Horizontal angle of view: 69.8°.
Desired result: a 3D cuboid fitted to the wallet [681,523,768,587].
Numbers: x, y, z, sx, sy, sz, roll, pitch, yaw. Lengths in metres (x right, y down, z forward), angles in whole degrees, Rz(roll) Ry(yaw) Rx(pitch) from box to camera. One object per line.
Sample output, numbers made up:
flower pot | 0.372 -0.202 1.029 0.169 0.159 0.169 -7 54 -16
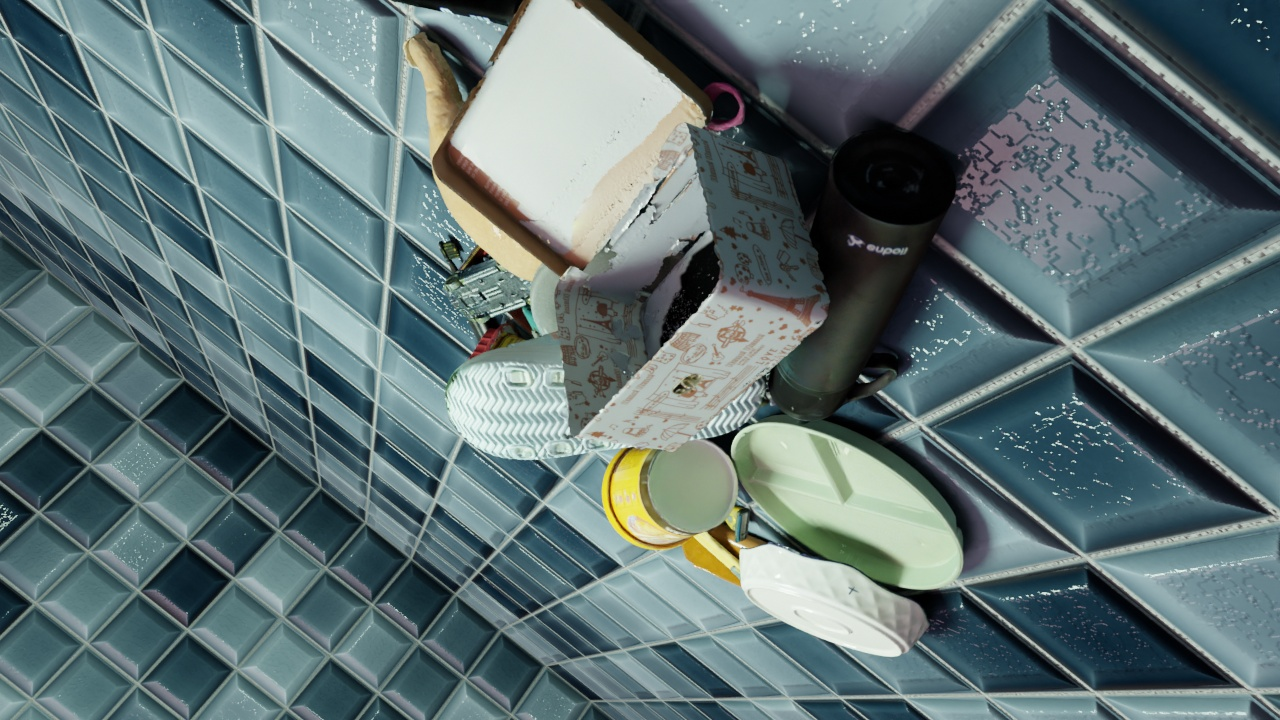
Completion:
wallet | 0.106 0.238 1.105 0.131 0.035 0.119 18 146 34

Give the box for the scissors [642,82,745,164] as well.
scissors | 0.020 -0.158 0.607 0.131 0.017 0.134 39 157 -6

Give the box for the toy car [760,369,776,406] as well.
toy car | 0.074 0.000 0.765 0.106 0.031 0.049 20 136 20

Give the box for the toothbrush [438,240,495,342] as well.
toothbrush | -0.181 -0.054 1.016 0.027 0.026 0.213 -6 139 8

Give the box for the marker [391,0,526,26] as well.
marker | -0.128 -0.252 0.638 0.132 0.020 0.022 23 121 30

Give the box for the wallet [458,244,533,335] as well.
wallet | -0.122 -0.070 0.922 0.122 0.020 0.097 41 154 -11

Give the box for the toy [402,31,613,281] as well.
toy | -0.114 -0.150 0.722 0.226 0.082 0.144 41 138 -2

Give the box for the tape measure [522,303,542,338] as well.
tape measure | -0.090 -0.029 0.883 0.058 0.025 0.054 62 168 -21

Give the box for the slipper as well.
slipper | -0.028 0.015 0.703 0.245 0.074 0.104 -3 135 -1

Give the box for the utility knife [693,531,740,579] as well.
utility knife | 0.123 0.247 1.064 0.208 0.021 0.031 38 155 -8

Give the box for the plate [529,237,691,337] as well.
plate | -0.004 -0.023 0.720 0.179 0.024 0.180 10 142 8

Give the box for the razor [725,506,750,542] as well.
razor | 0.064 0.162 1.044 0.133 0.028 0.043 19 125 29

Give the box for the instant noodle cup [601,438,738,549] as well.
instant noodle cup | 0.033 0.128 0.918 0.118 0.118 0.115 41 159 -5

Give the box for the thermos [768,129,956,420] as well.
thermos | 0.143 -0.040 0.597 0.090 0.068 0.243 2 151 0

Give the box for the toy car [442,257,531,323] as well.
toy car | -0.138 -0.073 0.882 0.121 0.036 0.054 -13 126 38

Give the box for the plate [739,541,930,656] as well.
plate | 0.195 0.254 0.958 0.205 0.045 0.205 21 159 8

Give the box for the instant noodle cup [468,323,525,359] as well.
instant noodle cup | -0.120 0.038 1.000 0.124 0.115 0.116 16 148 17

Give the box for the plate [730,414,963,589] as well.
plate | 0.186 0.128 0.837 0.230 0.027 0.231 31 154 17

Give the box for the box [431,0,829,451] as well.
box | -0.010 -0.087 0.581 0.271 0.132 0.180 57 134 13
